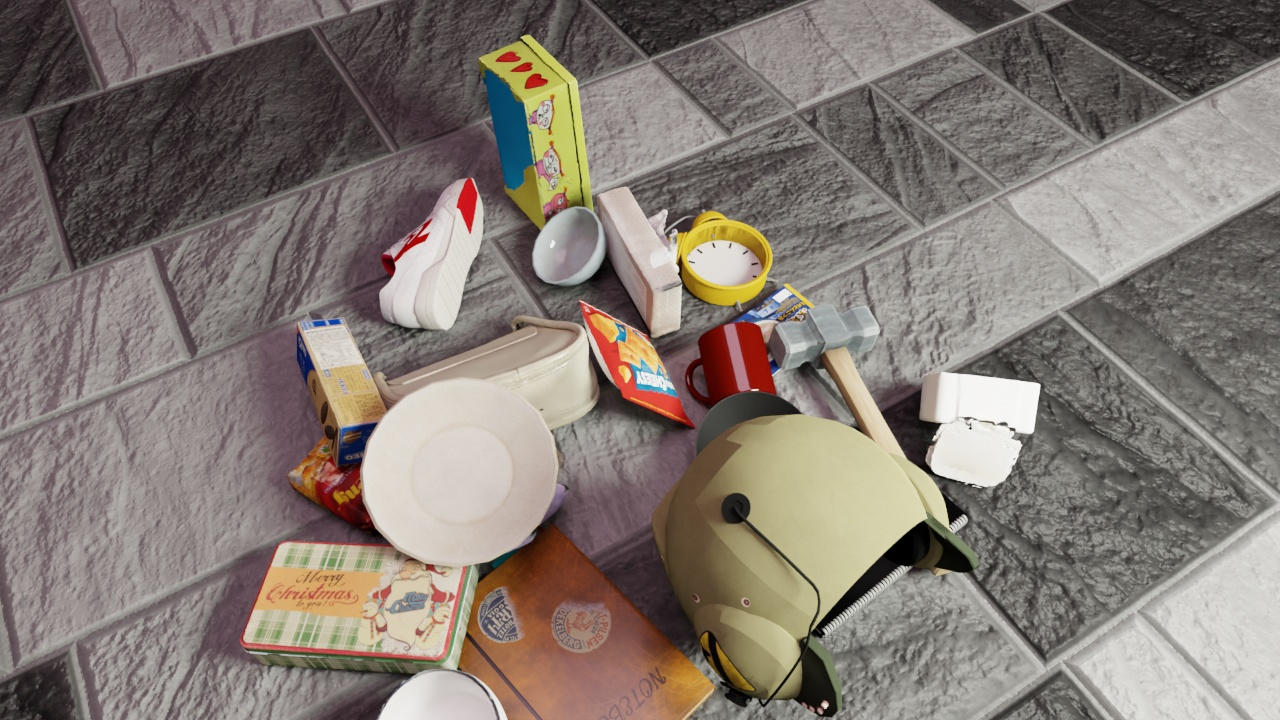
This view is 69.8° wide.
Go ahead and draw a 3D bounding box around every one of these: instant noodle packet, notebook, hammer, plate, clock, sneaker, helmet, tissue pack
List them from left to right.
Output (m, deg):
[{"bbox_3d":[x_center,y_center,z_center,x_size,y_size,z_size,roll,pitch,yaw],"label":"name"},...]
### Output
[{"bbox_3d":[-0.302,0.123,0.983,0.135,0.040,0.098,25,50,20],"label":"instant noodle packet"},{"bbox_3d":[-0.272,-0.141,1.162,0.104,0.090,0.236,2,56,10],"label":"sneaker"},{"bbox_3d":[-0.175,0.109,0.900,0.188,0.027,0.188,1,68,-4],"label":"plate"},{"bbox_3d":[-0.080,0.281,0.868,0.178,0.014,0.249,-37,60,-24],"label":"notebook"},{"bbox_3d":[0.007,-0.128,1.127,0.071,0.104,0.181,-15,52,-12],"label":"tissue pack"},{"bbox_3d":[0.096,-0.131,1.160,0.113,0.052,0.152,-39,65,-25],"label":"clock"},{"bbox_3d":[0.160,-0.033,1.096,0.134,0.026,0.087,-35,64,-23],"label":"instant noodle packet"},{"bbox_3d":[0.129,0.163,0.788,0.249,0.256,0.233,-35,63,-25],"label":"helmet"},{"bbox_3d":[0.211,0.169,0.946,0.206,0.016,0.149,-31,57,-21],"label":"notebook"},{"bbox_3d":[0.250,0.076,0.975,0.117,0.051,0.322,-12,56,-14],"label":"hammer"}]

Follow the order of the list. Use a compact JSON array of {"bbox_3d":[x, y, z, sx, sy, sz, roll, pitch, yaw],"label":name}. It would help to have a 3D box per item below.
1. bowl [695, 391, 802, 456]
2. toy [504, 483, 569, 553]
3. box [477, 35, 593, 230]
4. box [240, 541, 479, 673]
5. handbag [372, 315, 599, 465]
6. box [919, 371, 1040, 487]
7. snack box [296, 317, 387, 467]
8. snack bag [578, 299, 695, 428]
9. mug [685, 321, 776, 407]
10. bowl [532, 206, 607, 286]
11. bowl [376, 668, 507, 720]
[{"bbox_3d":[0.120,0.100,0.972,0.124,0.052,0.124,-1,68,2],"label":"bowl"},{"bbox_3d":[-0.116,0.159,0.937,0.099,0.036,0.080,-38,19,-20],"label":"toy"},{"bbox_3d":[-0.131,-0.285,1.178,0.082,0.221,0.124,-29,55,-20],"label":"box"},{"bbox_3d":[-0.264,0.234,0.876,0.206,0.050,0.117,1,48,10],"label":"box"},{"bbox_3d":[-0.169,0.041,1.027,0.228,0.132,0.184,-22,30,-19],"label":"handbag"},{"bbox_3d":[0.355,0.081,0.978,0.110,0.103,0.130,5,89,6],"label":"box"},{"bbox_3d":[-0.332,0.030,1.014,0.056,0.057,0.206,-8,38,-29],"label":"snack box"},{"bbox_3d":[-0.006,0.006,1.025,0.039,0.130,0.144,-41,52,20],"label":"snack bag"},{"bbox_3d":[0.095,0.016,1.032,0.106,0.073,0.082,-25,64,33],"label":"mug"},{"bbox_3d":[-0.083,-0.138,1.159,0.106,0.039,0.106,-14,63,29],"label":"bowl"},{"bbox_3d":[-0.165,0.328,0.790,0.116,0.066,0.116,-5,65,10],"label":"bowl"}]
